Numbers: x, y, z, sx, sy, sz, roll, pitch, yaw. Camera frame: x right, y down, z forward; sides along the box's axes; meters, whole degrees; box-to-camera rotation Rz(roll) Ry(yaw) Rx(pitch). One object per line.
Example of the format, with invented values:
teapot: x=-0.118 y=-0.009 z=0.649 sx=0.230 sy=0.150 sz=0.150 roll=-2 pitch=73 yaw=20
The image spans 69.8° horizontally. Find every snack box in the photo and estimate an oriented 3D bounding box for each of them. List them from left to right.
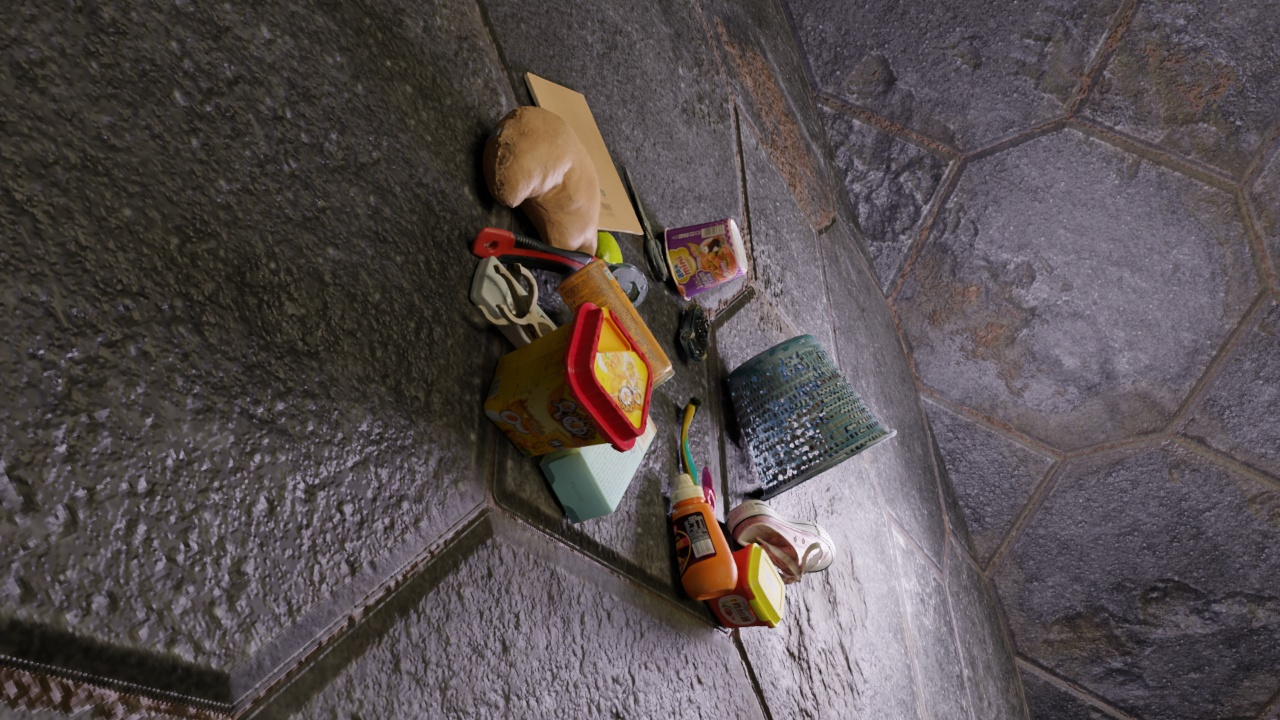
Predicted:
snack box: x=-0.040 y=0.088 z=0.951 sx=0.074 sy=0.052 sz=0.174 roll=62 pitch=25 yaw=-16
snack box: x=0.126 y=0.281 z=1.131 sx=0.091 sy=0.080 sz=0.081 roll=59 pitch=28 yaw=-26

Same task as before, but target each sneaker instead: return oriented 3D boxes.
sneaker: x=0.206 y=0.270 z=1.280 sx=0.241 sy=0.118 sz=0.087 roll=34 pitch=26 yaw=-45

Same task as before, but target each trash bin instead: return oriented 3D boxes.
trash bin: x=0.236 y=0.077 z=1.378 sx=0.195 sy=0.227 sz=0.226 roll=63 pitch=23 yaw=11

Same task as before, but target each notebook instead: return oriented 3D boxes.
notebook: x=-0.068 y=-0.255 z=1.151 sx=0.147 sy=0.008 sz=0.207 roll=-11 pitch=76 yaw=-65

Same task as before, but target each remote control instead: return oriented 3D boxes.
remote control: x=-0.115 y=-0.037 z=0.917 sx=0.150 sy=0.021 sz=0.058 roll=50 pitch=33 yaw=-38

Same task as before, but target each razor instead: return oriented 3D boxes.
razor: x=0.065 y=0.112 z=1.183 sx=0.028 sy=0.043 sz=0.132 roll=8 pitch=56 yaw=-13

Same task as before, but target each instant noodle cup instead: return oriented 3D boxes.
instant noodle cup: x=-0.068 y=0.027 z=0.847 sx=0.116 sy=0.124 sz=0.115 roll=53 pitch=30 yaw=-34
instant noodle cup: x=0.098 y=-0.153 z=1.333 sx=0.111 sy=0.099 sz=0.111 roll=-14 pitch=90 yaw=-75

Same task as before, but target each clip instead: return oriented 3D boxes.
clip: x=-0.110 y=-0.057 z=0.870 sx=0.102 sy=0.035 sz=0.095 roll=13 pitch=79 yaw=-56

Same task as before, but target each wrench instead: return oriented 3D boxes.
wrench: x=-0.076 y=-0.100 z=0.987 sx=0.016 sy=0.056 sz=0.273 roll=43 pitch=17 yaw=34

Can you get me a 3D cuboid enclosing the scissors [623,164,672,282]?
scissors: x=0.010 y=-0.192 z=1.301 sx=0.133 sy=0.014 sz=0.175 roll=42 pitch=34 yaw=-50

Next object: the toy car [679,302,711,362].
toy car: x=0.075 y=-0.038 z=1.303 sx=0.049 sy=0.031 sz=0.105 roll=56 pitch=28 yaw=-30

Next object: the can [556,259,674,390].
can: x=-0.026 y=-0.033 z=0.964 sx=0.146 sy=0.058 sz=0.058 roll=56 pitch=26 yaw=-3

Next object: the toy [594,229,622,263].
toy: x=-0.037 y=-0.115 z=1.113 sx=0.096 sy=0.031 sz=0.100 roll=11 pitch=63 yaw=-78

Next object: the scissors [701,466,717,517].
scissors: x=0.093 y=0.202 z=1.158 sx=0.108 sy=0.017 sz=0.135 roll=-13 pitch=93 yaw=-85

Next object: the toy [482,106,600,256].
toy: x=-0.087 y=-0.175 z=1.009 sx=0.226 sy=0.083 sz=0.143 roll=50 pitch=52 yaw=-43

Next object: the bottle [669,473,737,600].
bottle: x=0.067 y=0.205 z=1.090 sx=0.066 sy=0.067 sz=0.149 roll=27 pitch=42 yaw=-57
